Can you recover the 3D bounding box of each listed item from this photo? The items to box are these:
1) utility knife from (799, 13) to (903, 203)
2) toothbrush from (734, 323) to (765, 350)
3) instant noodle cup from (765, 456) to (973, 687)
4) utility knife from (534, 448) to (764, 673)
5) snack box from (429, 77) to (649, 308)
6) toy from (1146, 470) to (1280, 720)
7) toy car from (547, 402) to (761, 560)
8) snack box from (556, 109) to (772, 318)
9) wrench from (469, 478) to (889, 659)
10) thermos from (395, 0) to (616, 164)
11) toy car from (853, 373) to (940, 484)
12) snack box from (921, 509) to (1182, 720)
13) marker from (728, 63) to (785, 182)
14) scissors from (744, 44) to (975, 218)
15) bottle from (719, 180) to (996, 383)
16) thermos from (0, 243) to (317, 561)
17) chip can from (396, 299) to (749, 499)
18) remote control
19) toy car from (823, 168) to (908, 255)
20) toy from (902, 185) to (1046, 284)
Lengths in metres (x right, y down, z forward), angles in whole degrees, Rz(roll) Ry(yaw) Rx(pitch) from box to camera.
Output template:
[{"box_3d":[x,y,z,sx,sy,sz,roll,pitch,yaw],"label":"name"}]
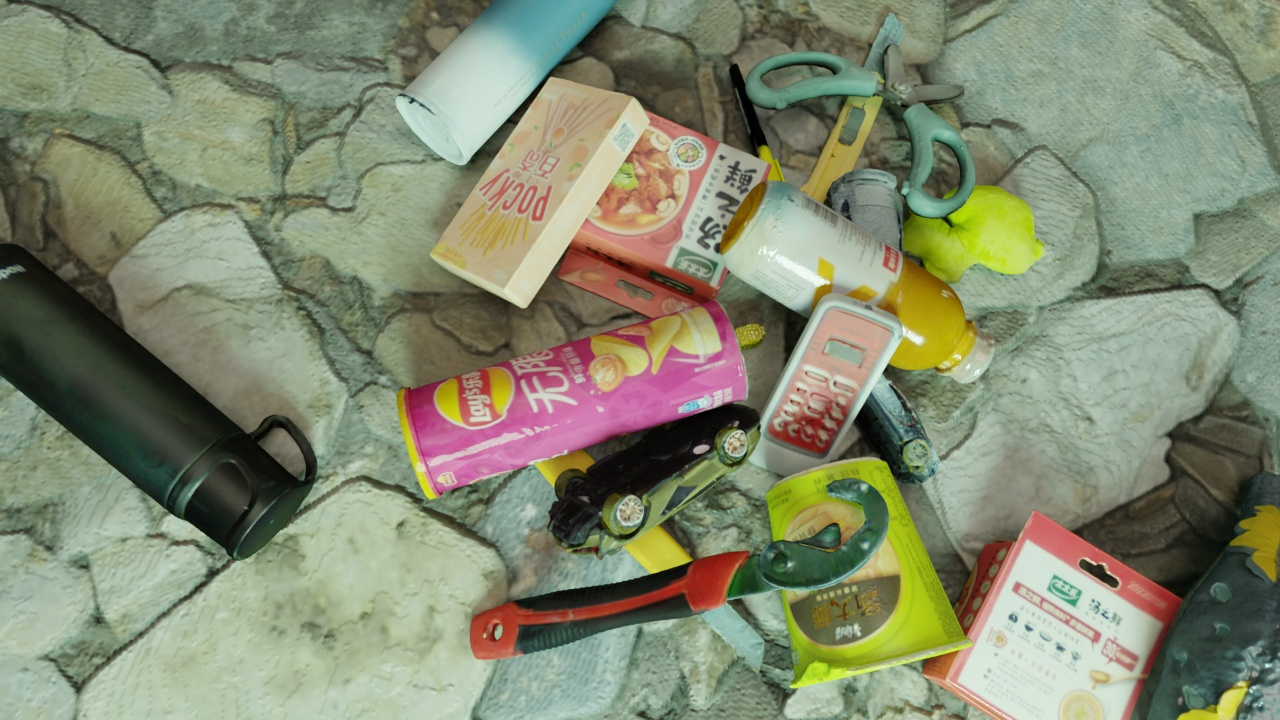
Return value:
[{"box_3d":[0.159,-0.178,0.693,0.031,0.021,0.204,27,71,-5],"label":"utility knife"},{"box_3d":[-0.004,0.004,0.631,0.190,0.017,0.015,-15,78,-8],"label":"toothbrush"},{"box_3d":[0.131,0.129,0.573,0.111,0.112,0.123,-11,70,-8],"label":"instant noodle cup"},{"box_3d":[0.003,0.122,0.603,0.216,0.015,0.033,44,76,8],"label":"utility knife"},{"box_3d":[-0.069,-0.117,0.622,0.084,0.026,0.157,26,79,37],"label":"snack box"},{"box_3d":[0.362,0.220,0.561,0.091,0.138,0.355,18,75,25],"label":"toy"},{"box_3d":[0.012,0.072,0.581,0.157,0.070,0.042,-30,114,-25],"label":"toy car"},{"box_3d":[0.016,-0.098,0.643,0.113,0.044,0.127,23,76,1],"label":"snack box"},{"box_3d":[0.018,0.135,0.552,0.274,0.016,0.056,-21,60,13],"label":"wrench"},{"box_3d":[-0.078,-0.238,0.657,0.070,0.070,0.220,39,77,5],"label":"thermos"},{"box_3d":[0.164,0.036,0.622,0.031,0.049,0.105,-32,81,-14],"label":"toy car"},{"box_3d":[0.267,0.181,0.599,0.113,0.044,0.127,32,77,4],"label":"snack box"},{"box_3d":[0.088,-0.166,0.678,0.015,0.018,0.124,-19,77,11],"label":"marker"},{"box_3d":[0.165,-0.167,0.654,0.171,0.019,0.169,-3,58,-11],"label":"scissors"},{"box_3d":[0.144,-0.046,0.599,0.189,0.068,0.068,30,76,-8],"label":"bottle"},{"box_3d":[-0.317,0.021,0.582,0.242,0.069,0.089,38,44,2],"label":"thermos"},{"box_3d":[-0.042,0.023,0.582,0.210,0.071,0.071,-17,79,-6],"label":"chip can"},{"box_3d":[0.115,0.021,0.591,0.056,0.136,0.020,21,31,-3],"label":"remote control"},{"box_3d":[0.160,-0.075,0.651,0.054,0.037,0.120,2,84,-11],"label":"toy car"},{"box_3d":[0.241,-0.095,0.669,0.100,0.031,0.096,-39,81,-12],"label":"toy"}]
